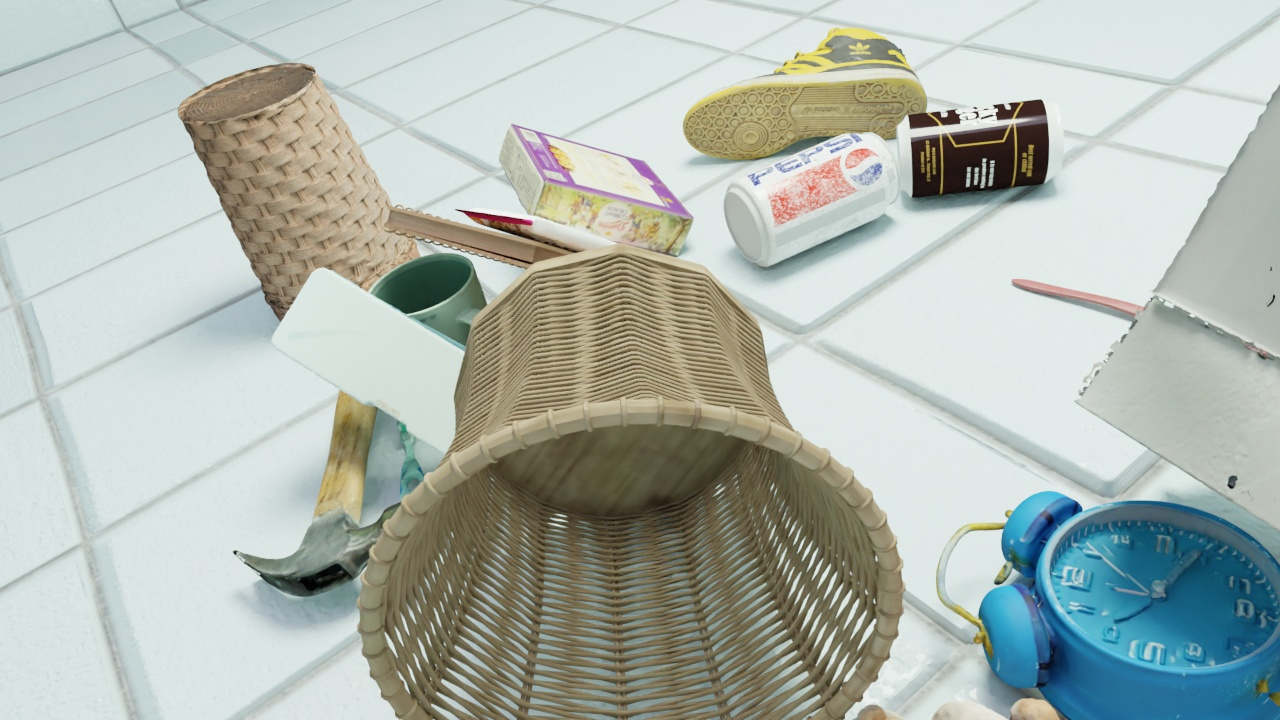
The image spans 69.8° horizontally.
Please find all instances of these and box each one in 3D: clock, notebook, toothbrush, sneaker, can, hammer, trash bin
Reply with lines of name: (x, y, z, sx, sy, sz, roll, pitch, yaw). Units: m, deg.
clock: (0.225, 0.119, 0.438, 0.162, 0.060, 0.116, 7, 42, 28)
notebook: (-0.070, -0.077, 0.709, 0.169, 0.022, 0.210, 18, 5, 36)
toothbrush: (-0.162, 0.083, 0.652, 0.022, 0.017, 0.135, -20, 37, -7)
sneaker: (0.164, -0.278, 0.944, 0.239, 0.086, 0.121, -3, 45, 9)
can: (0.290, -0.182, 0.792, 0.129, 0.072, 0.071, -4, 39, 14)
hammer: (-0.218, 0.043, 0.695, 0.132, 0.033, 0.330, -26, 34, 8)
toothbrush: (0.344, -0.035, 0.634, 0.015, 0.016, 0.184, -33, 38, -32)
can: (0.145, -0.138, 0.780, 0.136, 0.078, 0.078, -24, 38, -12)
trash bin: (-0.304, -0.150, 0.839, 0.151, 0.210, 0.151, -9, 38, 7)

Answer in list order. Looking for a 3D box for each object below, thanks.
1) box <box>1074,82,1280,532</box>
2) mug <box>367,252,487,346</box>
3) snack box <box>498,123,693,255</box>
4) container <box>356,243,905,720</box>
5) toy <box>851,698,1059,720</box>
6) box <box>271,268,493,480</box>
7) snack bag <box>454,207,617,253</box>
box: (0.276, -0.032, 0.314, 0.149, 0.413, 0.167, -33, 47, -17)
mug: (-0.140, -0.014, 0.696, 0.111, 0.104, 0.083, 17, 47, 36)
snack box: (-0.043, -0.158, 0.842, 0.147, 0.041, 0.143, 10, 28, -26)
container: (-0.008, 0.066, 0.465, 0.227, 0.227, 0.195, -13, 30, 3)
toy: (0.129, 0.173, 0.390, 0.106, 0.085, 0.074, 6, 20, 39)
box: (-0.148, 0.011, 0.619, 0.199, 0.085, 0.070, 29, 27, 9)
snack bag: (-0.061, -0.099, 0.755, 0.070, 0.016, 0.196, 12, 2, 31)
